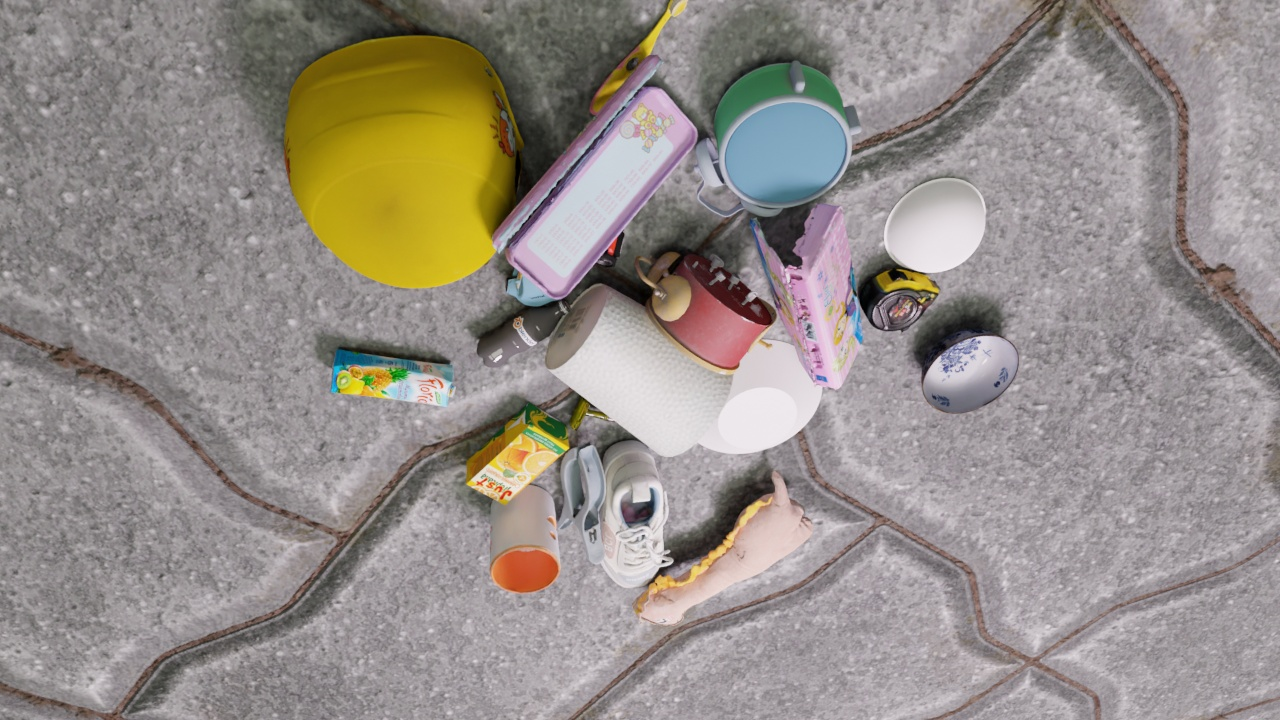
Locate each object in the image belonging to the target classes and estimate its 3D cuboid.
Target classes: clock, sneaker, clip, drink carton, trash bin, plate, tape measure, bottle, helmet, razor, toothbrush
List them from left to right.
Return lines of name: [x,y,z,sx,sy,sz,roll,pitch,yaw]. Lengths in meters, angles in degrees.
drink carton: [-0.263,0.019,0.983,0.128,0.038,0.044,8,125,-16]
helmet: [-0.203,-0.148,0.803,0.209,0.139,0.240,-11,128,-1]
drink carton: [-0.147,0.112,1.071,0.058,0.041,0.123,35,115,-30]
bottle: [-0.122,-0.031,0.969,0.110,0.036,0.036,-31,126,14]
clip: [-0.076,0.163,1.114,0.027,0.090,0.162,-19,122,-33]
razor: [-0.027,0.068,1.071,0.105,0.026,0.043,13,122,-23]
sneaker: [-0.008,0.217,1.139,0.089,0.090,0.243,-9,128,-10]
trash bin: [-0.006,0.006,0.964,0.161,0.133,0.133,33,115,-23]
toothbrush: [-0.002,-0.272,0.819,0.021,0.016,0.136,27,118,-31]
clock: [0.063,-0.063,0.929,0.158,0.117,0.081,29,114,-20]
plate: [0.134,0.057,1.077,0.174,0.036,0.174,-4,127,-6]
clock: [0.118,-0.198,0.864,0.122,0.075,0.162,28,130,-27]
tape measure: [0.279,-0.066,1.005,0.072,0.042,0.072,15,128,-25]

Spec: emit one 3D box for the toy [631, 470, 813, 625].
toy: [0.096,0.252,1.189,0.264,0.065,0.196,-27,133,3]

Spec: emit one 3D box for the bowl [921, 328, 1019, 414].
bowl: [0.376,0.004,1.070,0.114,0.045,0.114,-5,127,-6]

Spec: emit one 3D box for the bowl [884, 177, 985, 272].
bowl: [0.315,-0.132,0.961,0.110,0.040,0.110,-4,127,-6]

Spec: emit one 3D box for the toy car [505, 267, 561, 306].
toy car: [-0.100,-0.079,0.908,0.060,0.027,0.108,6,159,-14]

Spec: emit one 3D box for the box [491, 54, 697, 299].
box: [-0.044,-0.165,0.816,0.214,0.062,0.140,-50,156,-2]

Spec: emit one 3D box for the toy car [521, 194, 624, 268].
toy car: [-0.066,-0.127,0.896,0.100,0.051,0.049,19,165,-23]

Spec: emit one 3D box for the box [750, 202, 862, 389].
box: [0.167,-0.065,0.947,0.091,0.084,0.230,18,156,28]

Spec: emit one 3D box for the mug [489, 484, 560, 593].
mug: [-0.141,0.214,1.109,0.082,0.105,0.082,-4,127,-6]
